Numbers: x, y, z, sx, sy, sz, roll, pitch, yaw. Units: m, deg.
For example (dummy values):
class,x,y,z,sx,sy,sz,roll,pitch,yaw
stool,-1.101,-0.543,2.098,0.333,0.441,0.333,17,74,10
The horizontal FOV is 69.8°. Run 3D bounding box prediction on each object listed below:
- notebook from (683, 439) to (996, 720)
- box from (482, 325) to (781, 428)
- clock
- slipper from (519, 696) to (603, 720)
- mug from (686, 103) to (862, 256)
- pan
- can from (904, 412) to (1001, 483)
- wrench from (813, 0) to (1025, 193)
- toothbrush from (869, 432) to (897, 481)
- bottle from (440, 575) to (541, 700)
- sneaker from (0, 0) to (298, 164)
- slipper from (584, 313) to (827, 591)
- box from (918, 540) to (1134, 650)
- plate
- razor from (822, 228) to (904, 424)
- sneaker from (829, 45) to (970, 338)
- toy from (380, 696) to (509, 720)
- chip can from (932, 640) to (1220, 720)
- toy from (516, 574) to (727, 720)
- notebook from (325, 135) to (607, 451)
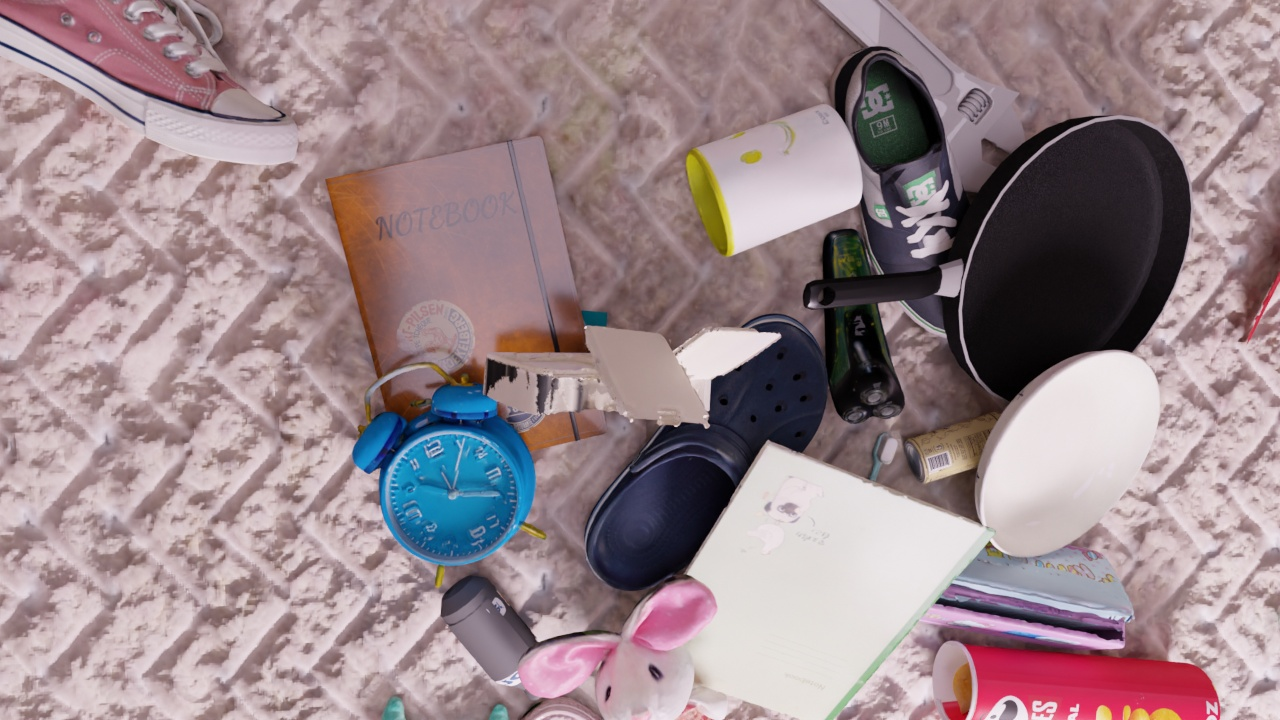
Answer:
class,x,y,z,sx,sy,sz,roll,pitch,yaw
notebook,0.123,0.183,0.703,0.182,0.010,0.253,21,122,-8
box,-0.003,0.003,0.607,0.143,0.191,0.069,-1,98,-34
clock,-0.144,0.079,0.674,0.117,0.060,0.161,-27,99,-1
slipper,-0.009,0.375,0.748,0.239,0.064,0.094,44,92,-9
mug,0.097,-0.133,0.674,0.106,0.082,0.082,-21,100,-4
pan,0.264,-0.065,0.672,0.355,0.034,0.226,-7,115,-22
can,0.260,0.070,0.745,0.079,0.038,0.038,-17,100,-4
wrench,0.190,-0.233,0.704,0.273,0.018,0.087,39,94,-9
toothbrush,0.177,0.146,0.759,0.016,0.016,0.181,16,97,-10
bottle,-0.111,0.220,0.721,0.047,0.047,0.112,-36,101,0
sneaker,-0.332,-0.211,0.604,0.241,0.118,0.088,26,112,-4
slipper,0.056,0.082,0.698,0.105,0.095,0.253,40,96,-8
box,0.289,0.187,0.748,0.214,0.077,0.096,13,95,-8
plate,0.329,0.070,0.725,0.182,0.034,0.182,-11,118,-22
razor,0.169,-0.028,0.708,0.054,0.067,0.151,-8,91,-1
sneaker,0.205,-0.116,0.680,0.084,0.079,0.235,-23,105,10
toy,-0.159,0.316,0.739,0.105,0.033,0.085,5,87,-6
chip can,0.365,0.281,0.772,0.220,0.069,0.069,7,97,-8
toy,0.011,0.260,0.707,0.159,0.084,0.194,-24,113,6
notebook,-0.118,-0.032,0.699,0.178,0.014,0.249,-13,100,-4
